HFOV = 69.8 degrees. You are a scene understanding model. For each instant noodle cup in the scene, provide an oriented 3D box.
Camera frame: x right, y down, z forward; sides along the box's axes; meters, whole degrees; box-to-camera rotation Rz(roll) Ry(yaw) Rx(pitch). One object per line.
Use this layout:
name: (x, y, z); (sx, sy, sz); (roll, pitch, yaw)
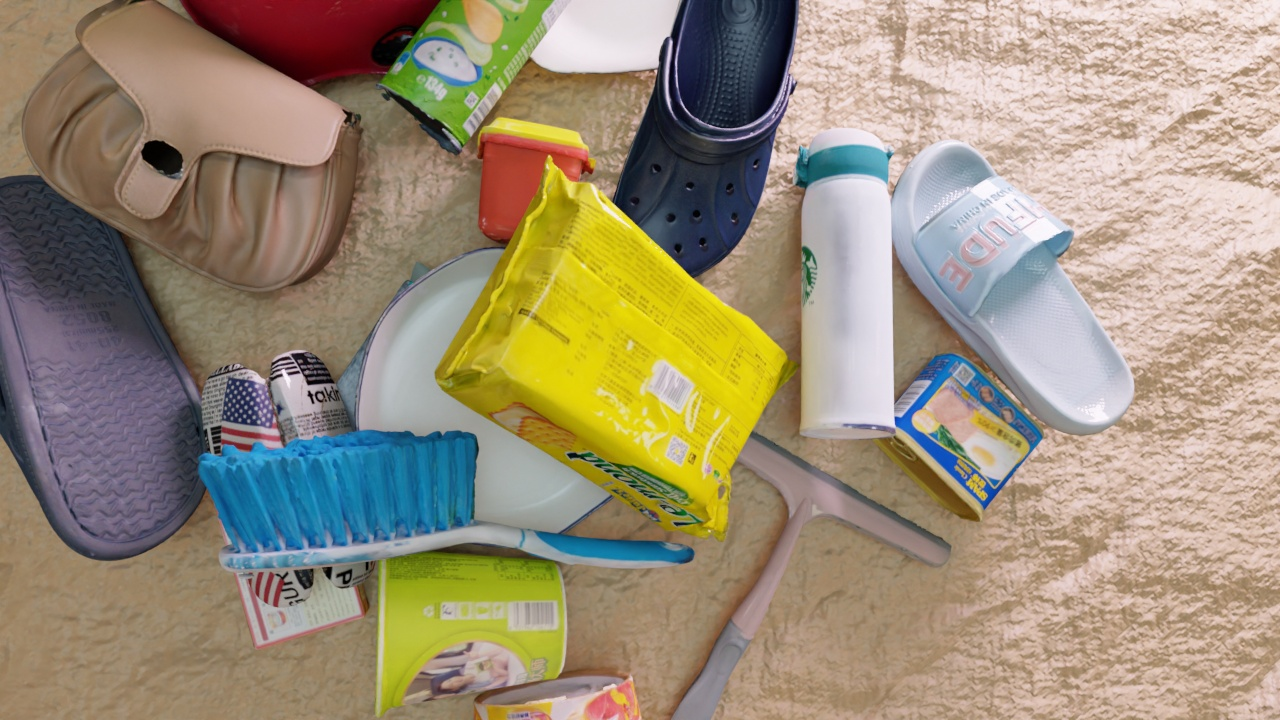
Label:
instant noodle cup: (-0.052, 0.273, 0.613); (0.138, 0.138, 0.109); (-6, 81, -7)
instant noodle cup: (-0.115, 0.179, 0.624); (0.123, 0.112, 0.111); (2, 88, -16)

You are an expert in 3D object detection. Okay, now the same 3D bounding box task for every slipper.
slipper: (-0.372, 0.008, 0.609); (0.110, 0.084, 0.268); (-12, 73, -50)
slipper: (0.274, -0.057, 0.670); (0.104, 0.074, 0.245); (-29, 78, -14)
slipper: (0.054, -0.168, 0.639); (0.105, 0.095, 0.253); (16, 100, -8)

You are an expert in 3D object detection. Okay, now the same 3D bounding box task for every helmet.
helmet: (-0.210, -0.306, 0.609); (0.240, 0.144, 0.207); (-17, 88, -8)

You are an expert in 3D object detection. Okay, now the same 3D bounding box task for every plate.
plate: (-0.093, 0.026, 0.640); (0.204, 0.046, 0.205); (-1, 93, -19)
plate: (-0.017, -0.291, 0.683); (0.163, 0.034, 0.164); (-7, 89, -7)

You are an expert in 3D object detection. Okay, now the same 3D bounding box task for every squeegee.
squeegee: (0.078, 0.188, 0.675); (0.247, 0.040, 0.249); (30, 86, -5)

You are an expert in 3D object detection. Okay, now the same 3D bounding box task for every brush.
brush: (-0.108, 0.097, 0.590); (0.314, 0.060, 0.109); (-3, 96, -22)

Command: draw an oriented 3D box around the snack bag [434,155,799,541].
snack bag: (-0.004, 0.004, 0.601); (0.246, 0.068, 0.157); (36, 71, -29)

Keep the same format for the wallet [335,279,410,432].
wallet: (-0.160, 0.016, 0.664); (0.097, 0.019, 0.120); (33, 83, -7)

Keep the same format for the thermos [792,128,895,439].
thermos: (0.147, -0.057, 0.667); (0.073, 0.073, 0.224); (3, 79, -7)

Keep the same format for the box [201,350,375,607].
box: (-0.237, 0.078, 0.610); (0.086, 0.075, 0.162); (-13, 92, 9)

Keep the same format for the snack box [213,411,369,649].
snack box: (-0.250, 0.115, 0.644); (0.077, 0.027, 0.156); (-15, 90, -8)

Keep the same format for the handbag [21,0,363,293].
handbag: (-0.292, -0.138, 0.607); (0.204, 0.099, 0.148); (29, 101, -6)

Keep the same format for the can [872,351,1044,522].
can: (0.237, 0.056, 0.690); (0.102, 0.057, 0.083); (44, 81, -4)

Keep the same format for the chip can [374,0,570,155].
chip can: (-0.081, -0.254, 0.620); (0.072, 0.072, 0.236); (36, 87, -4)

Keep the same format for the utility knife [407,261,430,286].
utility knife: (-0.169, 0.022, 0.647); (0.029, 0.013, 0.182); (14, 88, -7)

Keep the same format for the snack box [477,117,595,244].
snack box: (-0.076, -0.120, 0.644); (0.082, 0.091, 0.080); (8, 93, -5)
